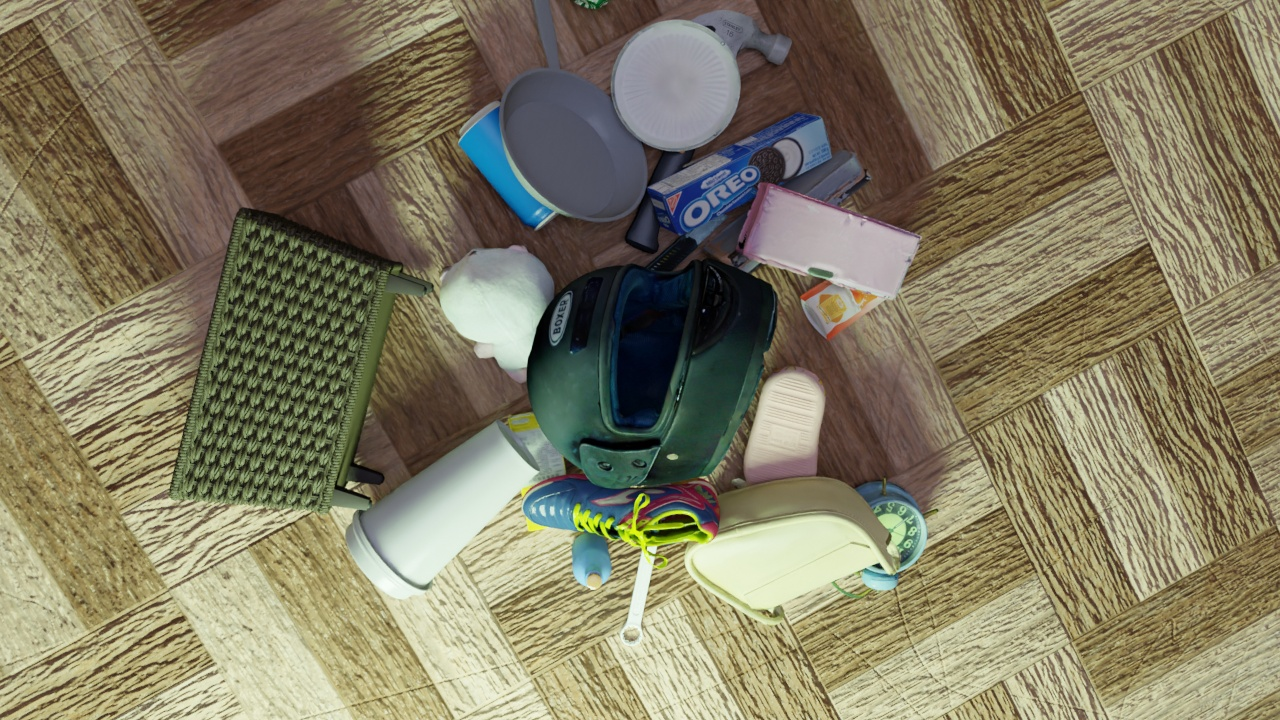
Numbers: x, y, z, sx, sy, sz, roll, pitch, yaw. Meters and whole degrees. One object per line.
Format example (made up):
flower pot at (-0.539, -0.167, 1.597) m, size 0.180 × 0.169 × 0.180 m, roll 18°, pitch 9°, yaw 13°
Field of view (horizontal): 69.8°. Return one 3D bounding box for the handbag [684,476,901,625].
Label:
handbag at (0.185, 0.230, 1.148) m, size 0.233 × 0.088 × 0.191 m, roll -30°, pitch 111°, yaw 23°

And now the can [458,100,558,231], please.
can at (-0.147, -0.234, 1.103) m, size 0.079 × 0.079 × 0.146 m, roll -39°, pitch 98°, yaw -1°

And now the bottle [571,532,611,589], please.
bottle at (-0.060, 0.252, 1.132) m, size 0.048 × 0.131 × 0.048 m, roll -1°, pitch 95°, yaw -5°

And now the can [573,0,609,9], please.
can at (-0.053, -0.478, 1.100) m, size 0.053 × 0.053 × 0.101 m, roll 14°, pitch 94°, yaw -7°

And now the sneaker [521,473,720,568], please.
sneaker at (-0.026, 0.185, 1.099) m, size 0.242 × 0.090 × 0.116 m, roll -2°, pitch 127°, yaw 4°

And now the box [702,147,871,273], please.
box at (0.180, -0.181, 1.137) m, size 0.216 × 0.081 × 0.063 m, roll -38°, pitch 114°, yaw -1°

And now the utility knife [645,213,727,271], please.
utility knife at (0.027, -0.118, 1.160) m, size 0.213 × 0.020 × 0.029 m, roll -41°, pitch 99°, yaw 1°

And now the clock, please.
clock at (0.307, 0.235, 1.201) m, size 0.118 × 0.060 × 0.162 m, roll 29°, pitch 96°, yaw -9°

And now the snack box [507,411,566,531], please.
snack box at (-0.126, 0.138, 1.168) m, size 0.061 × 0.025 × 0.149 m, roll -10°, pitch 97°, yaw -5°

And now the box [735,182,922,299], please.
box at (0.229, -0.141, 1.104) m, size 0.232 × 0.037 × 0.098 m, roll 15°, pitch 108°, yaw -25°

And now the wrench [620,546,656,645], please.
wrench at (0.013, 0.241, 1.199) m, size 0.047 × 0.009 × 0.273 m, roll 11°, pitch 94°, yaw -6°

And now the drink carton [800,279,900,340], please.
drink carton at (0.272, -0.087, 1.181) m, size 0.122 × 0.039 × 0.069 m, roll -35°, pitch 97°, yaw -7°

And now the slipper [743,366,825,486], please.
slipper at (0.186, 0.088, 1.166) m, size 0.093 × 0.081 × 0.198 m, roll 10°, pitch 118°, yaw 13°

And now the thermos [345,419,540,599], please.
thermos at (-0.233, 0.173, 1.106) m, size 0.222 × 0.131 × 0.131 m, roll -40°, pitch 98°, yaw 1°

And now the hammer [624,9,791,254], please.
hammer at (0.064, -0.280, 1.141) m, size 0.139 × 0.035 × 0.312 m, roll 22°, pitch 94°, yaw -5°

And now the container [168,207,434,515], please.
container at (-0.377, 0.011, 1.061) m, size 0.205 × 0.176 × 0.321 m, roll 15°, pitch 94°, yaw -10°

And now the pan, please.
pan at (-0.099, -0.322, 1.089) m, size 0.200 × 0.051 × 0.356 m, roll -5°, pitch 73°, yaw -39°

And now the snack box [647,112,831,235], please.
snack box at (0.122, -0.229, 1.117) m, size 0.226 × 0.059 × 0.059 m, roll -28°, pitch 119°, yaw -11°

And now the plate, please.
plate at (0.042, -0.332, 1.113) m, size 0.157 × 0.014 × 0.157 m, roll 0°, pitch 94°, yaw 1°

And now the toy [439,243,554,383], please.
toy at (-0.162, -0.053, 1.115) m, size 0.139 × 0.101 × 0.180 m, roll -20°, pitch 115°, yaw 9°

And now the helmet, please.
helmet at (-0.006, 0.006, 1.024) m, size 0.236 × 0.317 × 0.248 m, roll 15°, pitch 62°, yaw -4°
